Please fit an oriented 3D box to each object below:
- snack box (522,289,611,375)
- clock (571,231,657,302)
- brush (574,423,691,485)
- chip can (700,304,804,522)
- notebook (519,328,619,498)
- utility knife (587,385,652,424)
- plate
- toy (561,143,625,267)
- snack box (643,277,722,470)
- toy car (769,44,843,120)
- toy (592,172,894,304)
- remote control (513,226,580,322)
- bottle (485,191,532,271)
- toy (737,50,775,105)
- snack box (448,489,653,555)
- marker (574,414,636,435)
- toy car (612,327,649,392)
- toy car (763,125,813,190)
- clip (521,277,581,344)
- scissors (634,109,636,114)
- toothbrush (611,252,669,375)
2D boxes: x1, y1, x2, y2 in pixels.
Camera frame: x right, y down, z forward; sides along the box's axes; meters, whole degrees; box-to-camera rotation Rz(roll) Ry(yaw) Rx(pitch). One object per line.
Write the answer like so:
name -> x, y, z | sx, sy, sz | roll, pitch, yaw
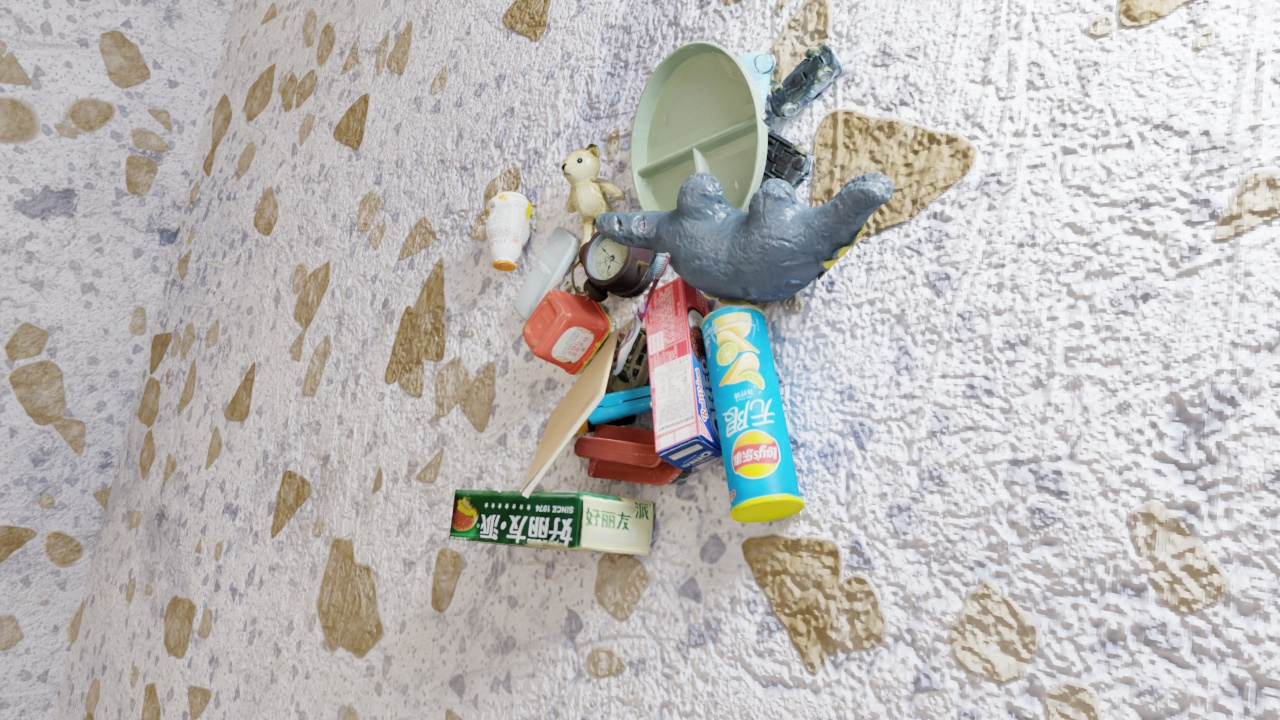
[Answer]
snack box -> -0.094, -0.038, 1.149 | 0.091, 0.080, 0.082 | -52, 47, 20
clock -> -0.035, -0.118, 1.125 | 0.122, 0.055, 0.082 | -21, 68, 32
brush -> -0.007, 0.106, 1.021 | 0.146, 0.069, 0.063 | 2, 79, 46
chip can -> 0.110, 0.051, 0.918 | 0.071, 0.071, 0.210 | -28, 58, 37
notebook -> -0.077, 0.053, 1.062 | 0.150, 0.012, 0.211 | -52, 10, 19
utility knife -> 0.006, 0.043, 1.042 | 0.161, 0.018, 0.034 | -14, 57, 25
plate -> 0.064, -0.243, 1.047 | 0.231, 0.027, 0.230 | 10, 103, 52
toy -> -0.069, -0.198, 1.188 | 0.105, 0.066, 0.157 | -9, 87, 50
snack box -> 0.045, 0.013, 0.982 | 0.058, 0.057, 0.207 | -25, 51, 28
toy car -> 0.178, -0.298, 0.990 | 0.091, 0.034, 0.043 | -42, 53, 31
toy -> 0.102, -0.122, 0.939 | 0.357, 0.138, 0.091 | 4, 45, 40
remote control -> -0.128, -0.116, 1.254 | 0.136, 0.020, 0.056 | -59, 44, 15
bottle -> -0.189, -0.183, 1.307 | 0.063, 0.063, 0.108 | -12, 68, 43
toy -> 0.094, -0.300, 1.067 | 0.162, 0.049, 0.156 | -53, 46, 31
snack box -> -0.107, 0.187, 1.064 | 0.241, 0.114, 0.063 | -7, 73, 45
marker -> -0.053, 0.077, 1.117 | 0.124, 0.015, 0.018 | -13, 72, 41
toy car -> -0.006, 0.006, 1.079 | 0.042, 0.035, 0.090 | 30, 102, 49
toy car -> 0.149, -0.218, 0.994 | 0.105, 0.031, 0.049 | 48, 115, 45
clip -> -0.115, -0.060, 1.206 | 0.035, 0.070, 0.100 | 30, 95, 46
scissors -> 0.033, -0.315, 1.125 | 0.174, 0.012, 0.126 | 21, 96, 65
toothbrush -> -0.005, -0.048, 1.010 | 0.188, 0.017, 0.016 | 115, 149, -43
